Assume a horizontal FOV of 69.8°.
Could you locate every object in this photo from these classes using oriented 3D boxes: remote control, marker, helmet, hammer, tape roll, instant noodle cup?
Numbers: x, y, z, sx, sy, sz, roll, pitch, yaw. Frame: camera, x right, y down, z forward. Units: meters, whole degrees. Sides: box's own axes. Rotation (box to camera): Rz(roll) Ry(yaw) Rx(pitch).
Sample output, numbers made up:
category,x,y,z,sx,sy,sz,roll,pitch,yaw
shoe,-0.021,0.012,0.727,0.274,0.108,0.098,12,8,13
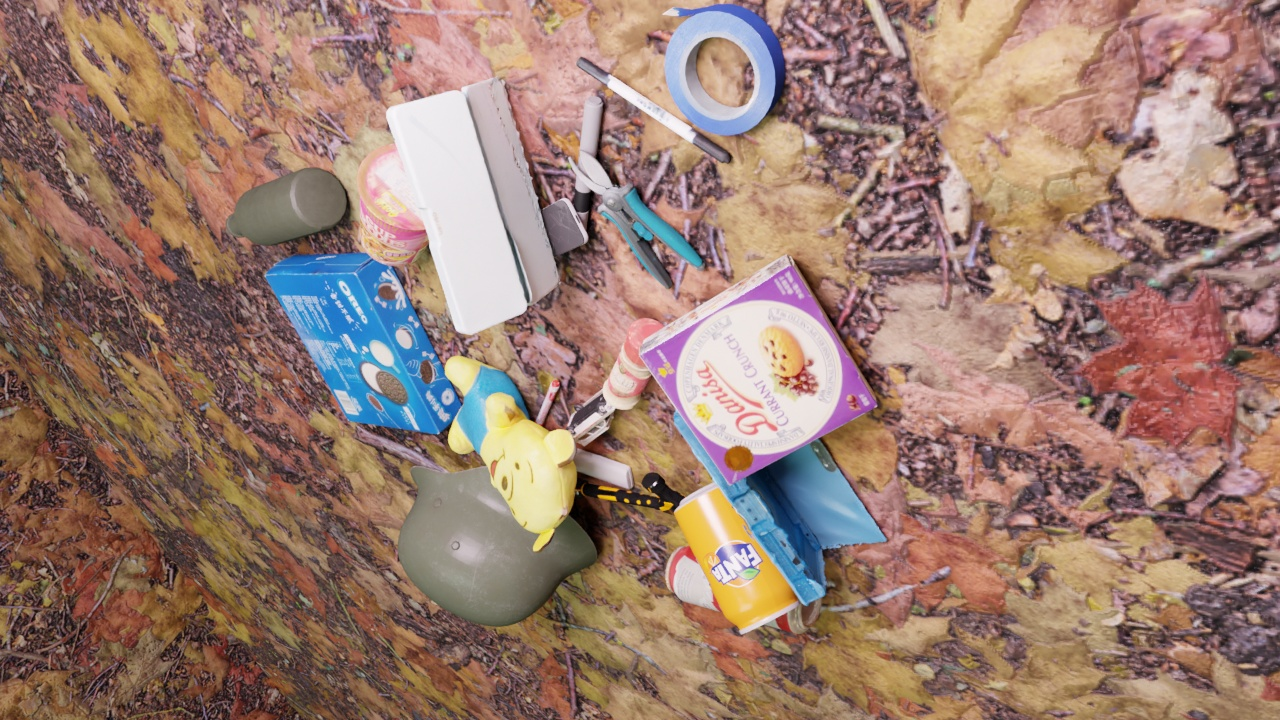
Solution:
category,x,y,z,sx,sy,sz,roll,pitch,yaw
remote control,-0.100,-0.117,0.887,0.147,0.008,0.045,-13,107,53
marker,-0.048,-0.168,0.808,0.016,0.016,0.141,30,139,16
marker,0.010,-0.200,0.734,0.152,0.011,0.011,36,140,10
helmet,-0.210,0.244,1.168,0.268,0.153,0.227,29,151,12
hammer,-0.064,0.154,1.086,0.321,0.036,0.123,3,146,42
remote control,-0.067,0.122,1.086,0.131,0.012,0.033,15,133,29
marker,-0.115,0.065,1.078,0.013,0.012,0.143,37,140,7
tape roll,0.061,-0.213,0.675,0.091,0.016,0.093,16,134,30
instant noodle cup,-0.246,-0.151,0.937,0.097,0.097,0.109,44,148,-1

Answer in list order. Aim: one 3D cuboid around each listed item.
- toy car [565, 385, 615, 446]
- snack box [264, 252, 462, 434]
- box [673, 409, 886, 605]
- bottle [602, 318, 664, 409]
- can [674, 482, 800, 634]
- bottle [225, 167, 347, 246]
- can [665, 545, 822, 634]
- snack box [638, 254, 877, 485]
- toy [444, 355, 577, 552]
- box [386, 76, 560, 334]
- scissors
category,x,y,z,sx,sy,sz,roll,pitch,yaw
toy car,-0.047,0.061,0.999,0.039,0.039,0.113,31,143,-17
snack box,-0.349,-0.022,1.163,0.196,0.056,0.239,4,126,38
box,0.136,0.106,0.869,0.102,0.094,0.231,-31,103,20
bottle,-0.005,0.005,0.907,0.044,0.044,0.109,37,141,8
can,0.097,0.194,0.924,0.142,0.079,0.079,63,144,15
bottle,-0.428,-0.174,1.081,0.207,0.071,0.071,-4,122,42
can,0.111,0.247,1.006,0.170,0.067,0.067,6,128,37
snack box,0.098,0.010,0.769,0.148,0.040,0.143,-31,105,15
toy,-0.141,0.099,1.039,0.214,0.083,0.149,42,139,33
box,-0.133,-0.135,0.791,0.049,0.136,0.197,3,116,38
scissors,-0.001,-0.120,0.804,0.153,0.019,0.128,20,140,20
